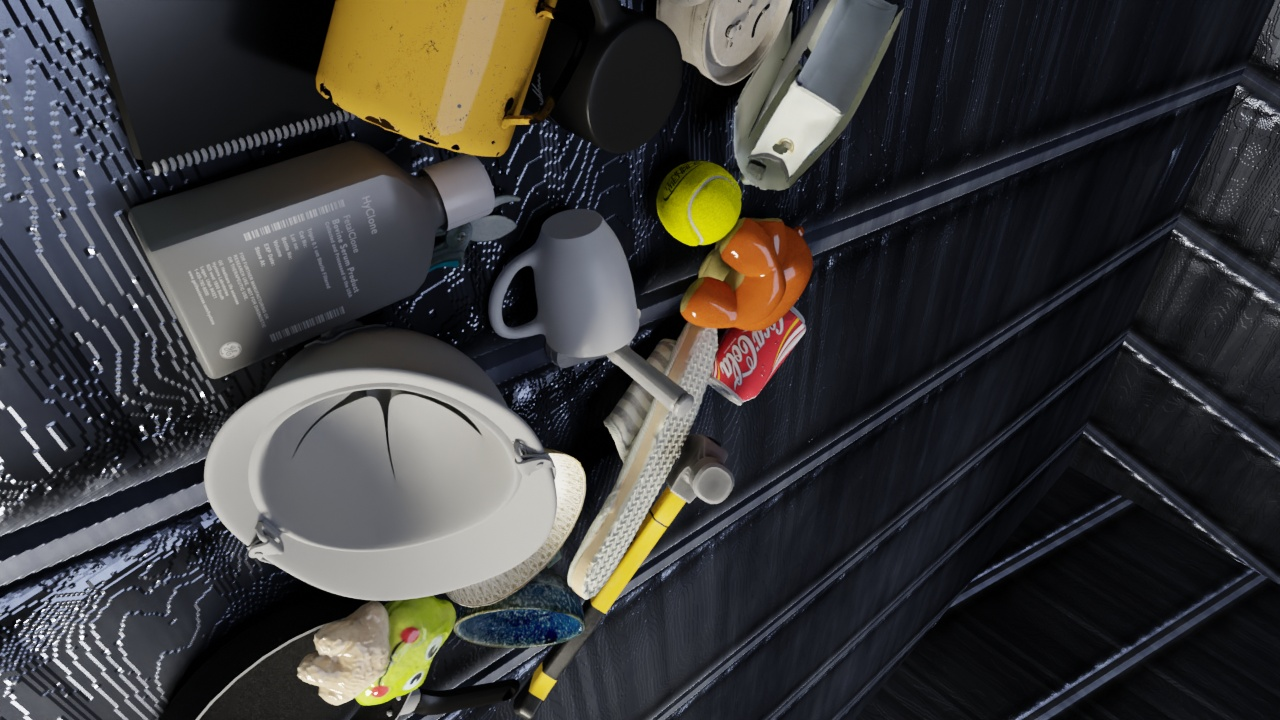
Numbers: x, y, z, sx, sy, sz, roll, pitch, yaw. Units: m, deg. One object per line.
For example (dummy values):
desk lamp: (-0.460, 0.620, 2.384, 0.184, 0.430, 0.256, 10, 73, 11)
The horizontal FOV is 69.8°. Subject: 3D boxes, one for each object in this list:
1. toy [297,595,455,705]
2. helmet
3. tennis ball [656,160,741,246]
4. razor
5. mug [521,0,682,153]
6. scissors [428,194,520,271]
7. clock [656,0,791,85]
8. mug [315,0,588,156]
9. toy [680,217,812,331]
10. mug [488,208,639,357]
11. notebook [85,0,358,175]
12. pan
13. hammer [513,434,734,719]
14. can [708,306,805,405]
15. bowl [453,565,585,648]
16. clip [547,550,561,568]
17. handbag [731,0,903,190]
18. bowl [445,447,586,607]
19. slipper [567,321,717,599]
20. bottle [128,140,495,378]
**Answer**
toy: (-0.187, 0.206, 0.653, 0.117, 0.043, 0.092, 23, 98, -56)
helmet: (-0.154, 0.045, 0.571, 0.183, 0.117, 0.271, -17, 146, -2)
tennis ball: (0.046, -0.124, 0.720, 0.065, 0.065, 0.065, -33, 142, -32)
razor: (-0.004, 0.004, 0.721, 0.088, 0.116, 0.047, -16, 136, -46)
mug: (-0.035, -0.186, 0.534, 0.078, 0.088, 0.114, -43, 146, -20)
scissors: (-0.140, -0.071, 0.564, 0.155, 0.019, 0.124, -52, 148, -6)
clock: (0.045, -0.251, 0.611, 0.103, 0.061, 0.156, -61, 155, 12)
mug: (-0.086, -0.152, 0.436, 0.094, 0.124, 0.100, -68, 166, 18)
toy: (0.100, -0.073, 0.807, 0.112, 0.096, 0.175, -56, 154, 18)
mug: (-0.059, -0.054, 0.656, 0.107, 0.071, 0.089, -16, 127, -9)
notebook: (-0.156, -0.187, 0.443, 0.206, 0.016, 0.149, -30, 139, -35)
pan: (-0.222, 0.278, 0.748, 0.355, 0.044, 0.204, 20, 102, -57)
hammer: (-0.024, 0.206, 0.873, 0.324, 0.034, 0.170, -55, -171, 3)
can: (0.111, -0.012, 0.909, 0.104, 0.064, 0.064, -52, 148, -6)
bowl: (-0.106, 0.210, 0.813, 0.114, 0.060, 0.114, -2, 146, -2)
clip: (-0.090, 0.157, 0.831, 0.023, 0.042, 0.076, -39, 146, -27)
handbag: (0.114, -0.200, 0.720, 0.151, 0.074, 0.176, -61, -174, -28)
bowl: (-0.116, 0.118, 0.726, 0.144, 0.063, 0.145, -33, 141, -32)
slipper: (-0.002, 0.081, 0.821, 0.272, 0.054, 0.114, -65, 158, -15)
bottle: (-0.161, -0.066, 0.486, 0.173, 0.046, 0.084, -26, 137, -23)
